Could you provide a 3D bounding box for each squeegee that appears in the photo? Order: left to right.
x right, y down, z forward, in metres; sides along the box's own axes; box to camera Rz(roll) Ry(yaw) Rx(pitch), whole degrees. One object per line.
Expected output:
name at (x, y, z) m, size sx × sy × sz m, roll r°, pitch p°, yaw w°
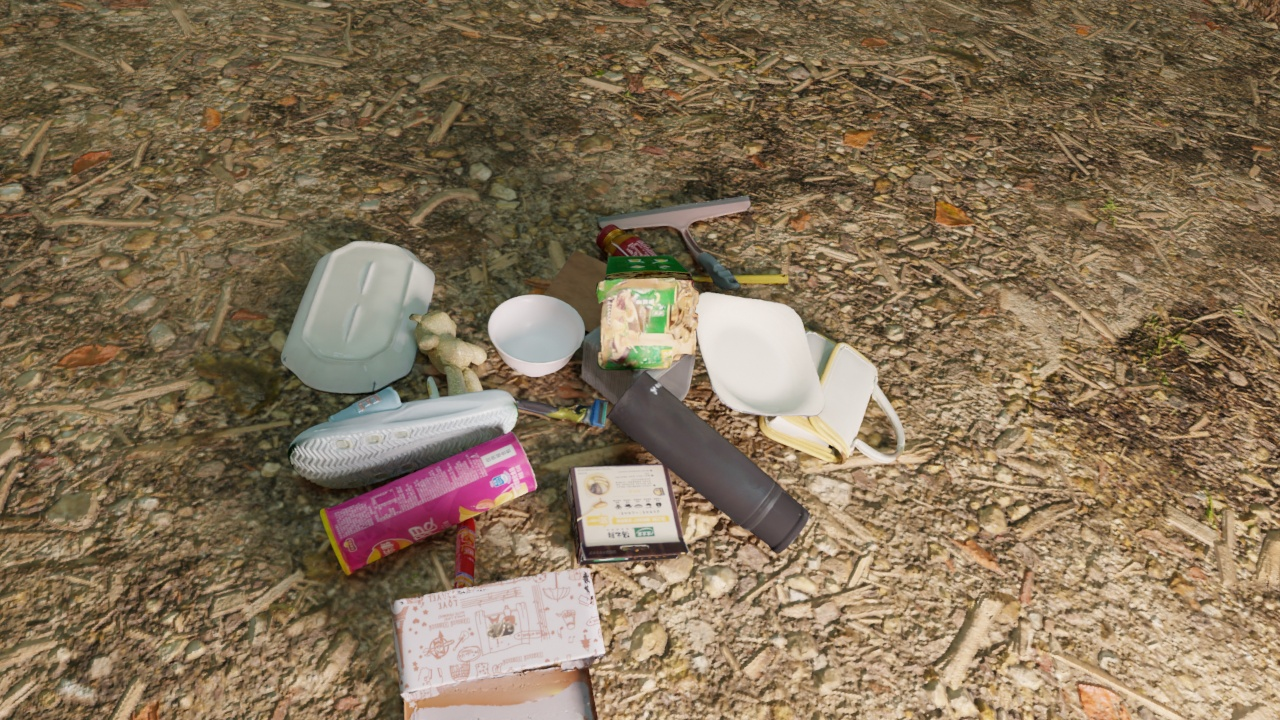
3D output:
squeegee at (0.088, -0.153, 1.309) m, size 0.247 × 0.040 × 0.249 m, roll -10°, pitch 36°, yaw -15°

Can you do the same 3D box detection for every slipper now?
slipper at (-0.255, 0.069, 0.987) m, size 0.245 × 0.104 × 0.074 m, roll -13°, pitch 57°, yaw -11°

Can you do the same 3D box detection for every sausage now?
sausage at (-0.177, 0.195, 0.929) m, size 0.020 × 0.020 × 0.155 m, roll 1°, pitch 21°, yaw -10°

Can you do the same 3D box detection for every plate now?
plate at (-0.355, -0.069, 1.168) m, size 0.162 × 0.034 × 0.265 m, roll 7°, pitch 47°, yaw -4°
plate at (0.135, -0.001, 1.093) m, size 0.163 × 0.034 × 0.164 m, roll 6°, pitch 56°, yaw -27°

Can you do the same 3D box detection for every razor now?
razor at (-0.112, 0.058, 1.103) m, size 0.142 × 0.022 × 0.042 m, roll 9°, pitch 41°, yaw -5°

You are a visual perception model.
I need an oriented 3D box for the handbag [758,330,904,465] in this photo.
handbag at (0.255, 0.053, 1.155) m, size 0.179 × 0.063 × 0.162 m, roll 25°, pitch 50°, yaw 7°

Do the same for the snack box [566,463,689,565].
snack box at (-0.017, 0.172, 0.995) m, size 0.113 × 0.053 × 0.125 m, roll -1°, pitch 48°, yaw -12°

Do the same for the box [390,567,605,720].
box at (-0.123, 0.304, 0.807) m, size 0.183 × 0.157 × 0.192 m, roll -7°, pitch 66°, yaw -13°

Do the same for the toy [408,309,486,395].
toy at (-0.231, 0.004, 1.113) m, size 0.105 × 0.066 × 0.157 m, roll 11°, pitch 40°, yaw -48°

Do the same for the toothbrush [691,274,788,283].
toothbrush at (0.121, -0.120, 1.314) m, size 0.190 × 0.017 × 0.015 m, roll 0°, pitch 47°, yaw -11°

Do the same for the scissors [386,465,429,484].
scissors at (-0.236, 0.122, 1.015) m, size 0.159 × 0.014 × 0.175 m, roll 2°, pitch 53°, yaw 5°

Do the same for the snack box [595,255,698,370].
snack box at (0.001, -0.065, 1.071) m, size 0.117 × 0.118 × 0.105 m, roll -2°, pitch 31°, yaw -7°

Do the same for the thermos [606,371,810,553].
thermos at (0.077, 0.113, 1.029) m, size 0.242 × 0.068 × 0.090 m, roll 40°, pitch 11°, yaw 2°

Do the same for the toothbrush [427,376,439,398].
toothbrush at (-0.225, 0.089, 1.058) m, size 0.018 × 0.016 × 0.191 m, roll -19°, pitch 52°, yaw -3°

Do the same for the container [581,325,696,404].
container at (-0.007, 0.007, 1.127) m, size 0.114 × 0.090 × 0.090 m, roll 34°, pitch 50°, yaw 24°

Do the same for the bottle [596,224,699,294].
bottle at (0.006, -0.125, 1.269) m, size 0.057 × 0.058 × 0.175 m, roll -27°, pitch 58°, yaw -30°

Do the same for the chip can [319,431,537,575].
chip can at (-0.216, 0.145, 0.952) m, size 0.210 × 0.071 × 0.071 m, roll -22°, pitch 55°, yaw -18°

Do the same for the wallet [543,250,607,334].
wallet at (-0.066, -0.087, 1.227) m, size 0.115 × 0.020 × 0.101 m, roll 28°, pitch 71°, yaw 18°

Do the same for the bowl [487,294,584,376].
bowl at (-0.131, -0.019, 1.143) m, size 0.118 × 0.065 × 0.118 m, roll 6°, pitch 48°, yaw -6°
